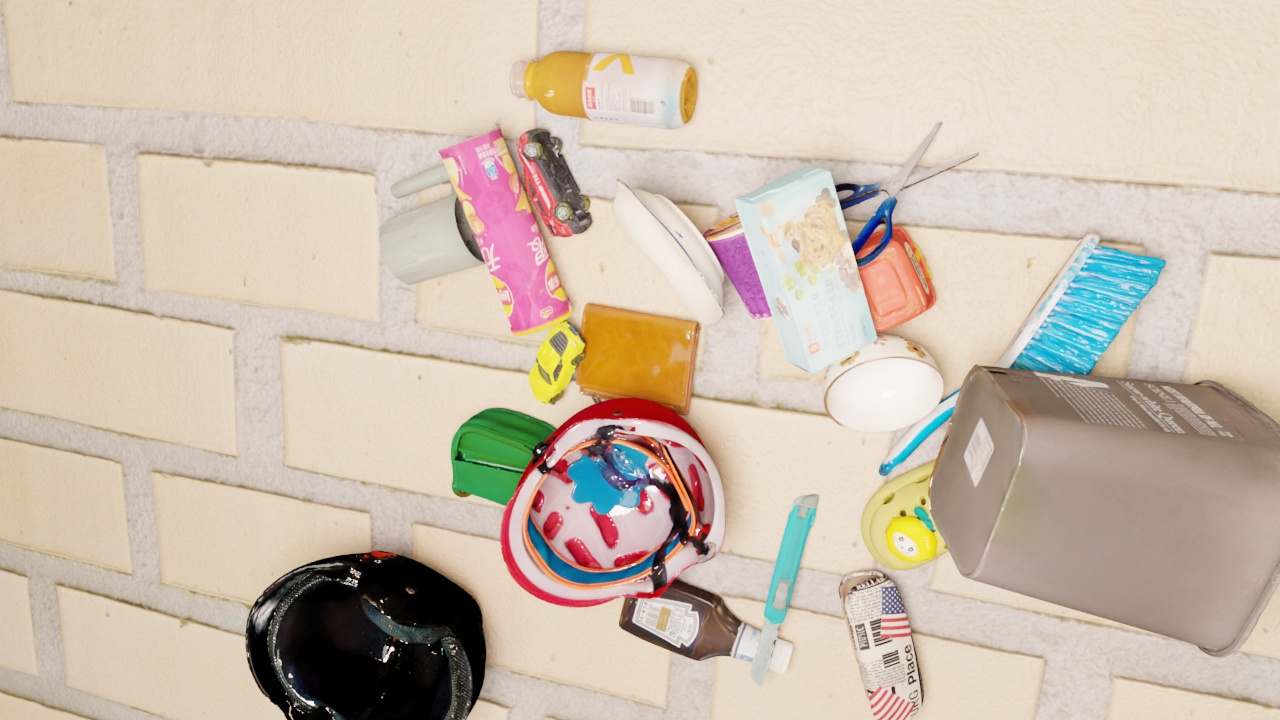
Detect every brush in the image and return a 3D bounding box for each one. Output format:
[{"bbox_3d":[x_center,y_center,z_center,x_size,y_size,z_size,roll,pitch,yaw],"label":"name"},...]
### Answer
[{"bbox_3d":[0.356,0.015,0.881,0.109,0.060,0.315,33,113,14],"label":"brush"}]

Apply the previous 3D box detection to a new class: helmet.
[{"bbox_3d":[-0.030,0.140,0.976,0.240,0.143,0.207,-33,109,13],"label":"helmet"},{"bbox_3d":[-0.311,0.342,1.076,0.275,0.230,0.233,26,94,10],"label":"helmet"}]

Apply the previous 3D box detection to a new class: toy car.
[{"bbox_3d":[-0.096,-0.187,0.976,0.045,0.052,0.120,-19,99,30],"label":"toy car"},{"bbox_3d":[-0.098,0.005,1.019,0.048,0.032,0.105,49,127,28],"label":"toy car"}]

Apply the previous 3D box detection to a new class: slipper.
[{"bbox_3d":[0.304,0.145,0.910,0.191,0.081,0.091,-37,87,19],"label":"slipper"}]

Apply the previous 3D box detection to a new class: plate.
[{"bbox_3d":[0.035,-0.110,0.907,0.034,0.164,0.163,-39,90,-6],"label":"plate"}]

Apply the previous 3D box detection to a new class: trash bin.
[{"bbox_3d":[0.386,0.109,0.781,0.220,0.198,0.199,11,111,-2],"label":"trash bin"}]

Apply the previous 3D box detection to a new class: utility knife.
[{"bbox_3d":[0.154,0.249,0.996,0.029,0.013,0.221,15,95,11],"label":"utility knife"}]

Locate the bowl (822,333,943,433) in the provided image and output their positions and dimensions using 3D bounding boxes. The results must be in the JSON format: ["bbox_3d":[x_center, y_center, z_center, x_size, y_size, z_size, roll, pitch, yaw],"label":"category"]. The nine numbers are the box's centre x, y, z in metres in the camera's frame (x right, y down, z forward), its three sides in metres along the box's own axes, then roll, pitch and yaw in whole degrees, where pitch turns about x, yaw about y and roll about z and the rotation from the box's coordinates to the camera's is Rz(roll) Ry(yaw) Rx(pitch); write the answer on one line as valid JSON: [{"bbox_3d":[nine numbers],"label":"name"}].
[{"bbox_3d":[0.233,0.013,0.900,0.113,0.062,0.114,0,139,0],"label":"bowl"}]

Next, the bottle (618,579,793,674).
[{"bbox_3d":[0.075,0.303,1.041,0.195,0.044,0.080,18,108,13],"label":"bottle"}]

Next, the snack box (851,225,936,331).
[{"bbox_3d":[0.233,-0.075,0.881,0.082,0.080,0.091,-25,94,22],"label":"snack box"}]

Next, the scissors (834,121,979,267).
[{"bbox_3d":[0.229,-0.156,0.862,0.163,0.175,0.012,4,150,46],"label":"scissors"}]

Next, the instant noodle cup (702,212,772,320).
[{"bbox_3d":[0.130,-0.100,0.899,0.112,0.111,0.099,-22,105,21],"label":"instant noodle cup"}]

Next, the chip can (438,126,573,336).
[{"bbox_3d":[-0.142,-0.135,0.975,0.071,0.071,0.210,-15,107,20],"label":"chip can"}]

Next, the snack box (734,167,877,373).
[{"bbox_3d":[0.151,-0.081,0.829,0.074,0.051,0.175,-27,112,-12],"label":"snack box"}]

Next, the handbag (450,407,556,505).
[{"bbox_3d":[-0.156,0.123,1.066,0.131,0.067,0.120,19,115,12],"label":"handbag"}]

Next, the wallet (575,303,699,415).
[{"bbox_3d":[-0.006,0.006,1.001,0.131,0.035,0.119,11,108,19],"label":"wallet"}]

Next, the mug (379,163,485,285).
[{"bbox_3d":[-0.227,-0.153,1.018,0.103,0.083,0.124,-15,80,22],"label":"mug"}]

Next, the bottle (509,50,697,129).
[{"bbox_3d":[-0.040,-0.277,0.929,0.190,0.067,0.068,10,105,16],"label":"bottle"}]

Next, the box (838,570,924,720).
[{"bbox_3d":[0.257,0.305,0.962,0.075,0.081,0.163,-12,96,15],"label":"box"}]
